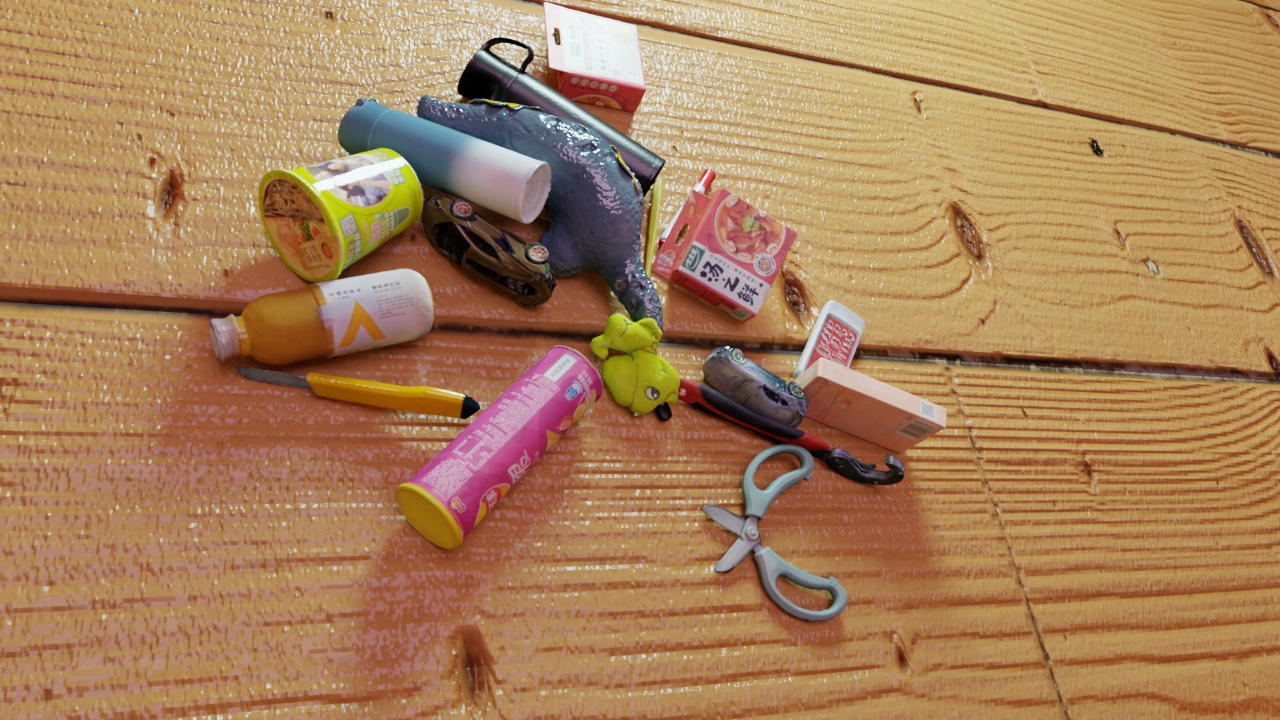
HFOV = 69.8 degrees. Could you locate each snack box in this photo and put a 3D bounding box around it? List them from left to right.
[{"bbox_3d":[-0.063,-0.374,1.137,0.127,0.044,0.113,6,60,-22],"label":"snack box"},{"bbox_3d":[0.094,-0.124,1.033,0.127,0.044,0.113,29,78,-7],"label":"snack box"},{"bbox_3d":[0.241,0.051,0.996,0.157,0.085,0.026,22,58,-11],"label":"snack box"}]

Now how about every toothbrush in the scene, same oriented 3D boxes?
[{"bbox_3d":[0.009,-0.138,1.046,0.016,0.016,0.189,26,53,-26],"label":"toothbrush"}]

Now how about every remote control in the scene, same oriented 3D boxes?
[{"bbox_3d":[0.220,-0.013,1.064,0.056,0.020,0.135,33,54,-2],"label":"remote control"}]

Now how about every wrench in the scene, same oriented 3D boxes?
[{"bbox_3d":[0.150,0.076,0.966,0.273,0.056,0.016,22,52,-6],"label":"wrench"}]

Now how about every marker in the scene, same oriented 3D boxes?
[{"bbox_3d":[0.005,0.008,0.959,0.018,0.015,0.124,-14,68,-25],"label":"marker"},{"bbox_3d":[0.056,-0.181,1.093,0.017,0.017,0.144,33,53,-3],"label":"marker"}]

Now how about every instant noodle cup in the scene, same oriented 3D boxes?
[{"bbox_3d":[-0.276,-0.146,0.875,0.111,0.112,0.123,46,46,6],"label":"instant noodle cup"}]

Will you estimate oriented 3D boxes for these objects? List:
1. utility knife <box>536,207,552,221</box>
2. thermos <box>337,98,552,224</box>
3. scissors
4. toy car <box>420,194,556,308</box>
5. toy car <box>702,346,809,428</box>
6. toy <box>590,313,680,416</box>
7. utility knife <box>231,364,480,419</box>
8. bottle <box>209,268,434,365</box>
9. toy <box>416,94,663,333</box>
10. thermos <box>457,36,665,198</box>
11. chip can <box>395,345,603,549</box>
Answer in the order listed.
[{"bbox_3d":[-0.168,-0.188,0.996,0.204,0.021,0.030,20,54,-21],"label":"utility knife"},{"bbox_3d":[-0.200,-0.202,0.926,0.220,0.070,0.070,21,53,12],"label":"thermos"},{"bbox_3d":[0.150,0.167,0.921,0.171,0.019,0.169,34,61,1],"label":"scissors"},{"bbox_3d":[-0.156,-0.109,0.925,0.158,0.070,0.042,31,56,-1],"label":"toy car"},{"bbox_3d":[0.120,0.031,0.973,0.120,0.054,0.036,33,52,-3],"label":"toy car"},{"bbox_3d":[-0.006,0.005,0.930,0.097,0.031,0.100,9,91,4],"label":"toy"},{"bbox_3d":[-0.250,0.025,0.816,0.216,0.033,0.015,10,48,-10],"label":"utility knife"},{"bbox_3d":[-0.283,-0.036,0.825,0.189,0.068,0.068,-14,68,-30],"label":"bottle"},{"bbox_3d":[-0.076,-0.176,0.974,0.137,0.091,0.356,-42,87,-15],"label":"toy"},{"bbox_3d":[-0.084,-0.272,1.040,0.242,0.090,0.068,33,21,-4],"label":"thermos"},{"bbox_3d":[-0.121,0.073,0.831,0.071,0.072,0.209,42,53,3],"label":"chip can"}]
